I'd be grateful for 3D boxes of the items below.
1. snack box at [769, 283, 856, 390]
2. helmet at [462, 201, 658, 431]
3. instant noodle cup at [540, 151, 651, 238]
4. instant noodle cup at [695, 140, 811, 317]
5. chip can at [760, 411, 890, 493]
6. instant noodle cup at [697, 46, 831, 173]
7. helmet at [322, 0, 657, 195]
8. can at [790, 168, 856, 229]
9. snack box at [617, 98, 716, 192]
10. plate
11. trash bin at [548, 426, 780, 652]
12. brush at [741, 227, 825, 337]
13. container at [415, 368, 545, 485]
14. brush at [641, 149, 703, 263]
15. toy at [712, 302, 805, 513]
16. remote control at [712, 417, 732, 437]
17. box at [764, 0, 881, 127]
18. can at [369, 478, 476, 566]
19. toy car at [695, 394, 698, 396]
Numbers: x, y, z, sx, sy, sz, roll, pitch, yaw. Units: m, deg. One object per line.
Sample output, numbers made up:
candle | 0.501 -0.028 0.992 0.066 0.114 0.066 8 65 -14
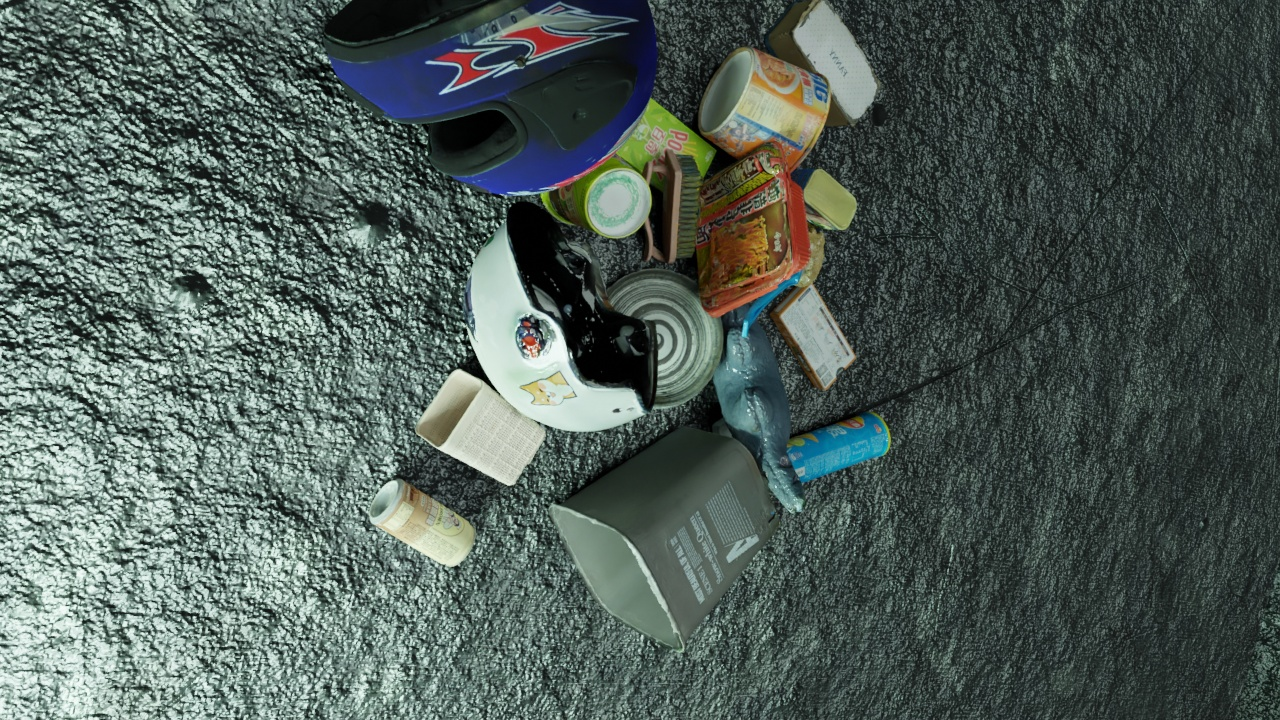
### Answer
snack box | 0.254 -0.035 1.346 0.075 0.026 0.154 -45 118 -16
helmet | -0.105 -0.028 1.041 0.157 0.229 0.274 -35 110 21
instant noodle cup | -0.047 -0.196 1.062 0.111 0.123 0.112 -10 116 -21
instant noodle cup | 0.142 -0.156 1.142 0.079 0.165 0.188 11 67 -37
chip can | 0.270 0.135 1.362 0.209 0.071 0.071 -14 106 -28
instant noodle cup | 0.150 -0.318 1.164 0.111 0.151 0.151 21 88 -24
helmet | -0.133 -0.289 0.942 0.315 0.247 0.241 -31 131 -14
can | 0.235 -0.222 1.264 0.102 0.083 0.057 30 83 -32
snack box | 0.020 -0.271 1.159 0.156 0.026 0.085 31 84 -32
plate | 0.019 -0.027 1.173 0.179 0.024 0.179 0 89 -15
trash bin | 0.041 0.213 1.175 0.219 0.199 0.199 -36 115 -27
brush | 0.189 -0.102 1.225 0.253 0.046 0.083 -44 148 -44
container | -0.182 0.081 1.069 0.111 0.090 0.090 39 79 -33
brush | 0.035 -0.185 1.148 0.073 0.063 0.146 -5 131 -9
toy | 0.149 0.035 1.219 0.091 0.138 0.356 -12 74 -6
remote control | 0.138 0.150 1.313 0.058 0.021 0.150 -19 109 -27
box | 0.248 -0.409 1.252 0.089 0.061 0.184 -51 118 -14
can | -0.252 0.189 1.064 0.116 0.058 0.058 41 78 -30
toy car | 0.055 0.008 1.226 0.034 0.043 0.090 -21 109 2
